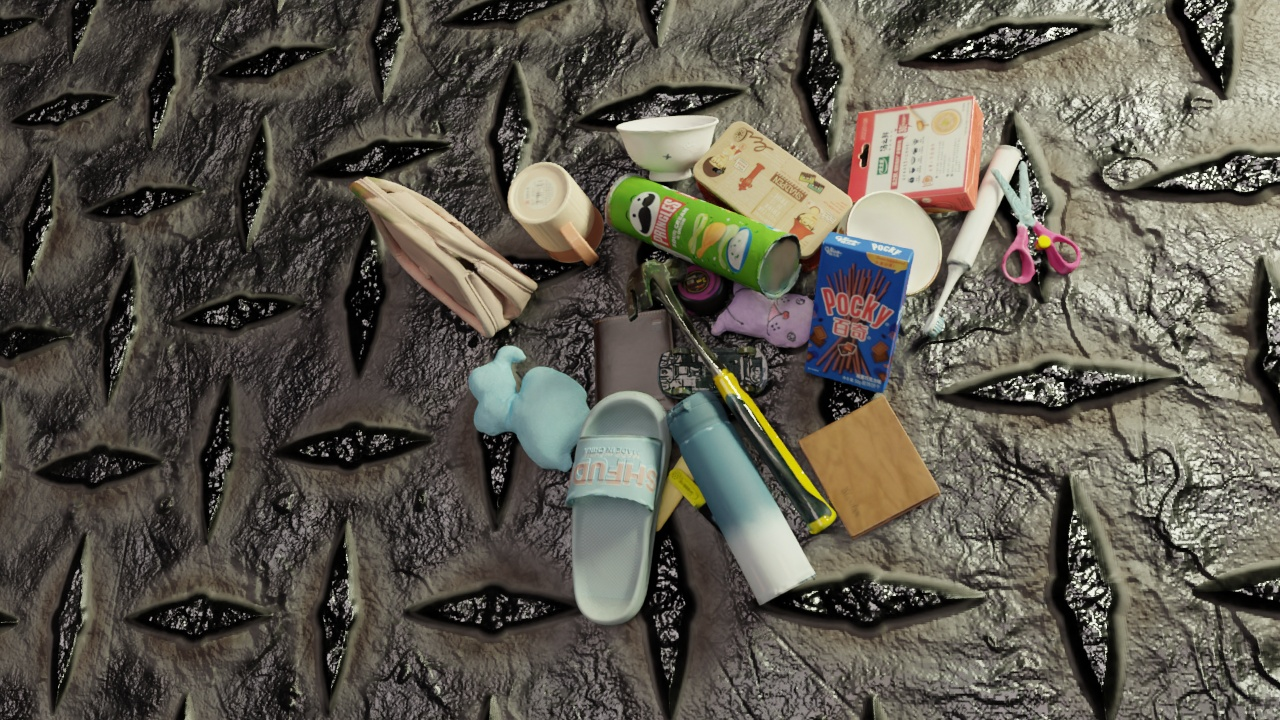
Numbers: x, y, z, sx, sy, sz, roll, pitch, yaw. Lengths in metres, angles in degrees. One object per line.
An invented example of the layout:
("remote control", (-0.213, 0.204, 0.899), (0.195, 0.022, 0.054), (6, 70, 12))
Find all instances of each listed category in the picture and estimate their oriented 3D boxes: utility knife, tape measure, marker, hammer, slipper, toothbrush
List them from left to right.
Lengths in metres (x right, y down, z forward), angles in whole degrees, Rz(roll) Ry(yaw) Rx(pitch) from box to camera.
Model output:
("slipper", (-0.032, 0.152, 0.957), (0.104, 0.074, 0.245), (3, 84, 21))
("utility knife", (0.040, 0.127, 0.984), (0.031, 0.019, 0.173), (33, 84, 28))
("tape measure", (0.069, -0.080, 1.028), (0.057, 0.039, 0.058), (-37, 59, -3))
("marker", (0.075, 0.159, 0.956), (0.018, 0.015, 0.124), (-45, 74, 1))
("hammer", (0.091, 0.034, 0.928), (0.032, 0.125, 0.323), (-39, 81, 30))
("toothbrush", (0.343, -0.124, 0.958), (0.026, 0.027, 0.221), (29, 81, -17))

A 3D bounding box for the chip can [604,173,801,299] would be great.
("chip can", (0.065, -0.139, 1.001), (0.236, 0.072, 0.072), (30, 84, 38))

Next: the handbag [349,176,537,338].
("handbag", (-0.238, -0.135, 1.039), (0.193, 0.234, 0.093), (38, 85, 24))

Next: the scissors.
("scissors", (0.387, -0.139, 0.941), (0.096, 0.017, 0.137), (-30, 79, 2))

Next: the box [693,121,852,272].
("box", (0.146, -0.176, 1.020), (0.168, 0.079, 0.091), (41, 88, 18))

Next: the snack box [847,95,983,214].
("snack box", (0.295, -0.215, 0.985), (0.127, 0.044, 0.113), (1, 73, 34))

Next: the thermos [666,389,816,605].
("thermos", (0.097, 0.133, 0.925), (0.070, 0.070, 0.220), (-29, 73, 7))

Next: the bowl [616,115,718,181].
("bowl", (0.033, -0.245, 1.071), (0.118, 0.118, 0.065), (3, 113, 19))

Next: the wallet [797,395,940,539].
("wallet", (0.230, 0.107, 0.928), (0.101, 0.020, 0.115), (-31, 69, 9))

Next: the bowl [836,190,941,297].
("bowl", (0.247, -0.113, 0.955), (0.113, 0.062, 0.113), (5, 75, -20))

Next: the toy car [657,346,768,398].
("toy car", (0.078, 0.014, 0.996), (0.121, 0.037, 0.054), (-2, 74, 5))

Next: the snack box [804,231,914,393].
("snack box", (0.216, -0.046, 0.916), (0.085, 0.157, 0.026), (17, 38, 22))

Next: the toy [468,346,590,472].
("toy", (-0.121, 0.054, 1.041), (0.156, 0.049, 0.161), (-15, 73, 18))

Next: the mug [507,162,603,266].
("mug", (-0.091, -0.161, 1.069), (0.082, 0.106, 0.114), (-36, 65, 4))

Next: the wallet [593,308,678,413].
("wallet", (-0.006, 0.006, 1.038), (0.096, 0.020, 0.122), (-8, 73, 16))

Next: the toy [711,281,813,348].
("toy", (0.140, -0.052, 0.995), (0.108, 0.039, 0.083), (18, 82, 23))
